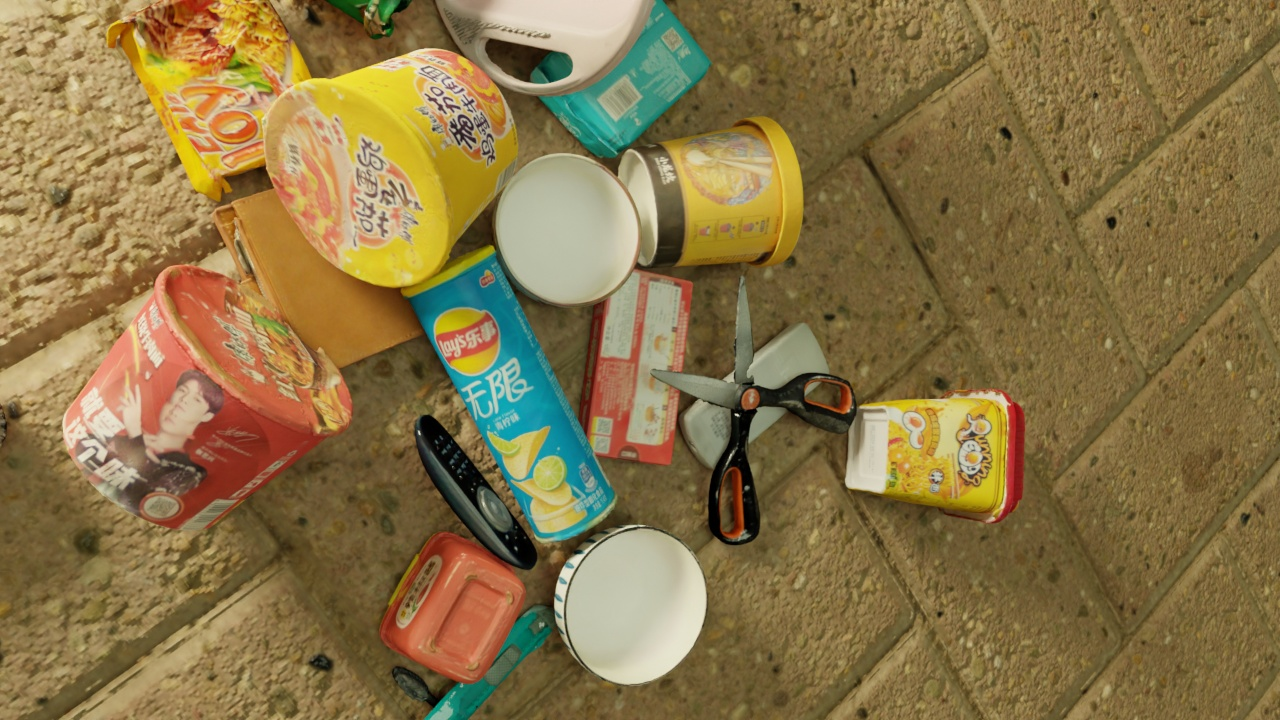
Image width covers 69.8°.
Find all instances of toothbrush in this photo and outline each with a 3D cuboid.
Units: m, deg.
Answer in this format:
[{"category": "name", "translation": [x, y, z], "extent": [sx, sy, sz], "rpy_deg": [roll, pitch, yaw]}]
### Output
[{"category": "toothbrush", "translation": [-0.114, 0.287, 0.679], "extent": [0.189, 0.016, 0.014], "rpy_deg": [47, 71, -16]}]

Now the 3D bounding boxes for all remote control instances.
[{"category": "remote control", "translation": [-0.123, 0.099, 0.664], "extent": [0.024, 0.053, 0.136], "rpy_deg": [-36, 96, 7]}, {"category": "remote control", "translation": [0.098, 0.029, 0.783], "extent": [0.149, 0.021, 0.058], "rpy_deg": [-37, 111, -21]}]

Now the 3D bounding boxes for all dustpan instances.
[{"category": "dustpan", "translation": [-0.067, -0.328, 0.604], "extent": [0.138, 0.223, 0.274], "rpy_deg": [-51, 144, -30]}]

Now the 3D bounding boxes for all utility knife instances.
[{"category": "utility knife", "translation": [-0.118, 0.238, 0.668], "extent": [0.165, 0.013, 0.029], "rpy_deg": [-43, 104, -30]}]

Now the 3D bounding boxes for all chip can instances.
[{"category": "chip can", "translation": [-0.092, 0.026, 0.662], "extent": [0.071, 0.071, 0.210], "rpy_deg": [-31, 105, -23]}]

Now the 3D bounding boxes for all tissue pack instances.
[{"category": "tissue pack", "translation": [-0.013, -0.232, 0.730], "extent": [0.133, 0.050, 0.093], "rpy_deg": [-46, 104, -20]}]

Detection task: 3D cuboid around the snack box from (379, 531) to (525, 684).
[{"category": "snack box", "translation": [-0.127, 0.176, 0.643], "extent": [0.082, 0.080, 0.091], "rpy_deg": [34, 74, -20]}]

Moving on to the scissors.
[{"category": "scissors", "translation": [0.099, 0.044, 0.755], "extent": [0.220, 0.022, 0.234], "rpy_deg": [-6, 105, -33]}]

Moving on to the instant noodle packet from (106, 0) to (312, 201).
[{"category": "instant noodle packet", "translation": [-0.273, -0.184, 0.614], "extent": [0.110, 0.044, 0.128], "rpy_deg": [-31, 100, -20]}]

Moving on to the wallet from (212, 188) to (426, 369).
[{"category": "wallet", "translation": [-0.219, -0.060, 0.639], "extent": [0.107, 0.031, 0.132], "rpy_deg": [-27, 99, -27]}]

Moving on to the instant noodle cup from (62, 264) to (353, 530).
[{"category": "instant noodle cup", "translation": [-0.263, 0.028, 0.551], "extent": [0.109, 0.138, 0.138], "rpy_deg": [-43, 106, 7]}]

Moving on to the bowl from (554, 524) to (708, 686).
[{"category": "bowl", "translation": [-0.014, 0.181, 0.702], "extent": [0.116, 0.066, 0.116], "rpy_deg": [1, 87, -23]}]

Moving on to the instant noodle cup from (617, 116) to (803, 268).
[{"category": "instant noodle cup", "translation": [0.050, -0.126, 0.723], "extent": [0.114, 0.118, 0.118], "rpy_deg": [-11, 92, -16]}]

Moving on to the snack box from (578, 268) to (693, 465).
[{"category": "snack box", "translation": [-0.004, 0.004, 0.737], "extent": [0.075, 0.025, 0.152], "rpy_deg": [10, 83, -24]}]

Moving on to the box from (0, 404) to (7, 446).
[{"category": "box", "translation": [-0.455, 0.057, 0.523], "extent": [0.163, 0.082, 0.075], "rpy_deg": [-30, 66, -22]}]

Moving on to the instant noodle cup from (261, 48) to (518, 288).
[{"category": "instant noodle cup", "translation": [-0.153, -0.134, 0.599], "extent": [0.138, 0.138, 0.109], "rpy_deg": [50, 43, -14]}]

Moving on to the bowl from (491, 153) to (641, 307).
[{"category": "bowl", "translation": [-0.062, -0.093, 0.695], "extent": [0.113, 0.062, 0.113], "rpy_deg": [2, 85, -24]}]

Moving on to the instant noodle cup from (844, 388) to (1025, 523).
[{"category": "instant noodle cup", "translation": [0.255, 0.081, 0.811], "extent": [0.123, 0.116, 0.116], "rpy_deg": [5, 86, -12]}]

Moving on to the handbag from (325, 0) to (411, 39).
[{"category": "handbag", "translation": [-0.206, -0.289, 0.621], "extent": [0.131, 0.068, 0.120], "rpy_deg": [25, 59, -23]}]
